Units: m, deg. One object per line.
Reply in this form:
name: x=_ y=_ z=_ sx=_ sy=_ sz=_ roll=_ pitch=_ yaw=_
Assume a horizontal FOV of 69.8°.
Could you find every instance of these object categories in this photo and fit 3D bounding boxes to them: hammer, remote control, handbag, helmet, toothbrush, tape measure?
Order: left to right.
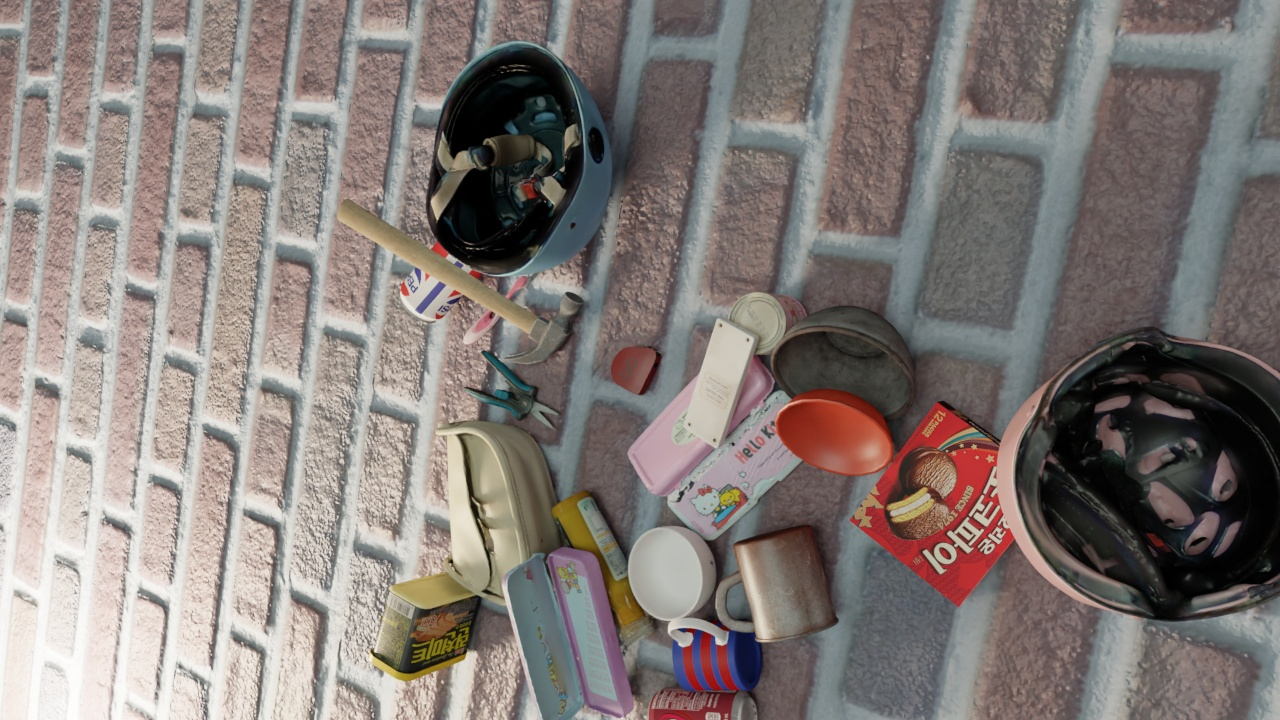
hammer: x=-0.237 y=-0.106 z=1.151 sx=0.331 sy=0.030 sz=0.120 roll=31 pitch=112 yaw=0
handbag: x=-0.201 y=0.190 z=1.153 sx=0.184 sy=0.131 sz=0.229 roll=-3 pitch=87 yaw=34
toothbrush: x=-0.189 y=-0.065 z=1.203 sx=0.135 sy=0.016 sz=0.021 roll=-42 pitch=71 yaw=25
helmet: x=-0.134 y=-0.230 z=1.083 sx=0.226 sy=0.166 sz=0.265 roll=6 pitch=95 yaw=26
tape measure: x=-0.007 y=0.006 z=1.100 sx=0.051 sy=0.019 sz=0.059 roll=29 pitch=97 yaw=28
remote control: x=0.085 y=0.024 z=0.979 sx=0.050 sy=0.011 sz=0.136 roll=32 pitch=119 yaw=32
helmet: x=0.425 y=0.101 z=0.778 sx=0.255 sy=0.153 sz=0.230 roll=-31 pitch=76 yaw=-6

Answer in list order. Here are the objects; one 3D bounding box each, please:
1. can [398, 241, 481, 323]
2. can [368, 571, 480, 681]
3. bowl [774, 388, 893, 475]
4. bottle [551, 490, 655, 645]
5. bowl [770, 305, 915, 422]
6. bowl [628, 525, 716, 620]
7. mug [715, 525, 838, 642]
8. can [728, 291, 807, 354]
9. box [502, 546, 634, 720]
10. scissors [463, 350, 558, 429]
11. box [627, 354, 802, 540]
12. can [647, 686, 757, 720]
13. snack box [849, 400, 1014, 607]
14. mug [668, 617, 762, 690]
can: x=-0.255 y=-0.115 z=1.206 sx=0.132 sy=0.070 sz=0.070 roll=-44 pitch=71 yaw=22
can: x=-0.275 y=0.340 z=1.188 sx=0.072 sy=0.130 sz=0.101 roll=20 pitch=97 yaw=27
bowl: x=0.201 y=0.068 z=0.940 sx=0.122 sy=0.122 sz=0.035 roll=7 pitch=50 yaw=29
bottle: x=-0.043 y=0.249 z=1.103 sx=0.053 sy=0.053 sz=0.186 roll=-36 pitch=74 yaw=24
bowl: x=0.212 y=-0.005 z=0.932 sx=0.145 sy=0.145 sz=0.067 roll=7 pitch=50 yaw=29
bowl: x=0.041 y=0.241 z=1.052 sx=0.105 sy=0.054 sz=0.105 roll=-1 pitch=88 yaw=36
mug: x=0.137 y=0.240 z=0.977 sx=0.123 sy=0.096 sz=0.110 roll=-15 pitch=76 yaw=5
can: x=0.139 y=-0.039 z=0.987 sx=0.067 sy=0.076 sz=0.067 roll=0 pitch=91 yaw=29
box: x=-0.088 y=0.333 z=1.072 sx=0.090 sy=0.092 sz=0.214 roll=0 pitch=107 yaw=46
scissors: x=-0.171 y=0.041 z=1.191 sx=0.151 sy=0.019 sz=0.120 roll=-10 pitch=82 yaw=23
box: x=0.088 y=0.093 z=1.028 sx=0.202 sy=0.058 sz=0.155 roll=-48 pitch=70 yaw=21
can: x=0.070 y=0.403 z=1.036 sx=0.114 sy=0.063 sz=0.063 roll=-9 pitch=86 yaw=28
snack box: x=0.310 y=0.141 z=0.917 sx=0.132 sy=0.035 sz=0.152 roll=39 pitch=108 yaw=23
mug: x=0.077 y=0.315 z=1.009 sx=0.076 sy=0.112 sz=0.074 roll=-12 pitch=41 yaw=28
